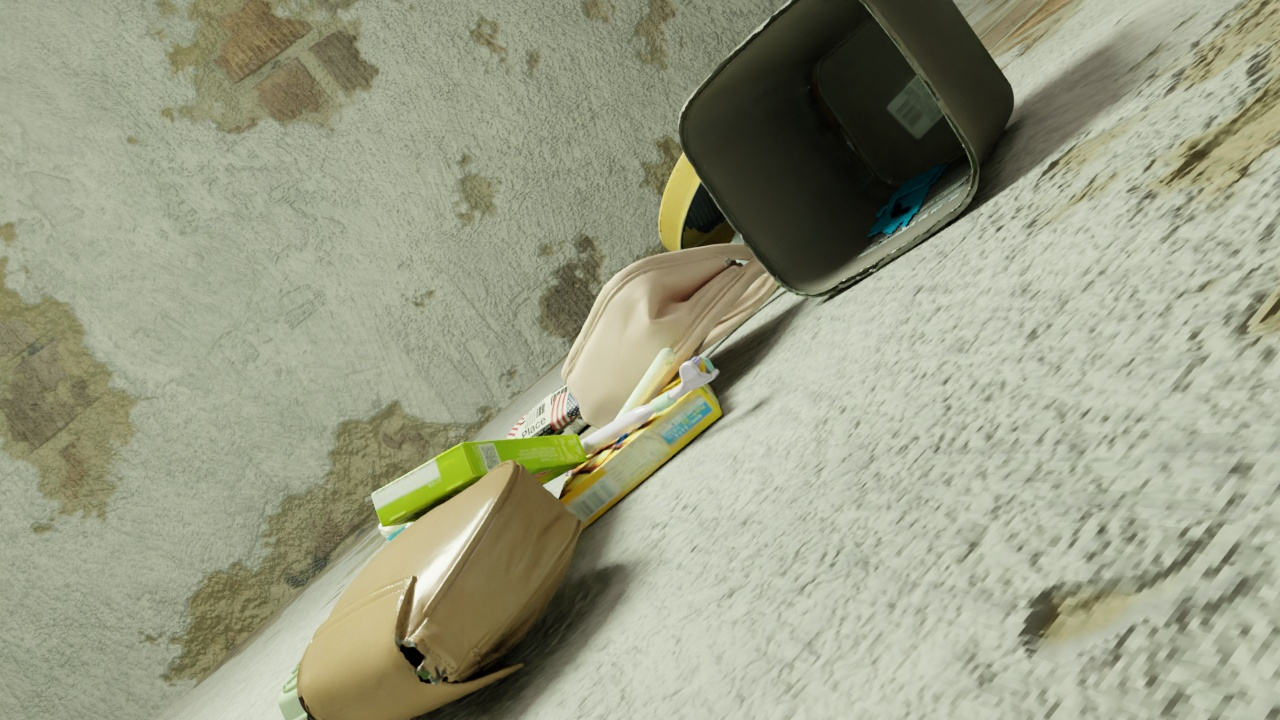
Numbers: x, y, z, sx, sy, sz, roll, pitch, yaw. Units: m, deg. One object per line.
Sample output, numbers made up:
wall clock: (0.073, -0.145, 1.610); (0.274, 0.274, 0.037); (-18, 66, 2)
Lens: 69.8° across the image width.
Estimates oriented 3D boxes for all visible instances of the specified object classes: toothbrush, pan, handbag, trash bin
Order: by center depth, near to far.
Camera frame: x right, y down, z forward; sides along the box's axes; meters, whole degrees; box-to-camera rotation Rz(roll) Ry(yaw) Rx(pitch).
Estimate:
handbag: (-0.121, 0.152, 0.562); (0.205, 0.100, 0.147); (-36, 15, 44)
toothbrush: (-0.010, 0.043, 0.689); (0.190, 0.029, 0.021); (-35, 46, 45)
trash bin: (0.188, -0.197, 0.761); (0.200, 0.198, 0.219); (-34, 2, 44)
toothbrush: (-0.015, 0.047, 0.781); (0.029, 0.020, 0.190); (-9, -30, -34)
handbag: (0.049, -0.037, 0.857); (0.233, 0.093, 0.194); (-31, -14, -36)
pan: (0.086, -0.204, 0.940); (0.197, 0.078, 0.357); (-54, -22, -1)

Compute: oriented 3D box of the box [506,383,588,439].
box: (-0.114, 0.073, 1.152); (0.164, 0.076, 0.075); (-36, 13, 21)

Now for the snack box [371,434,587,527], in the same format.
snack box: (-0.110, 0.084, 0.664); (0.086, 0.026, 0.156); (-29, -14, 20)

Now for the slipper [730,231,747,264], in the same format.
slipper: (0.156, -0.146, 1.010); (0.245, 0.074, 0.104); (-59, -15, -15)

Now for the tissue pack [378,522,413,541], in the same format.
tissue pack: (-0.189, 0.161, 0.924); (0.140, 0.090, 0.063); (-38, 6, 17)

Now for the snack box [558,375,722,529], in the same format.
snack box: (-0.001, 0.066, 0.716); (0.140, 0.034, 0.087); (-38, 7, 7)

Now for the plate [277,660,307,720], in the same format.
plate: (-0.221, 0.212, 0.787); (0.230, 0.027, 0.230); (-42, 7, 6)
